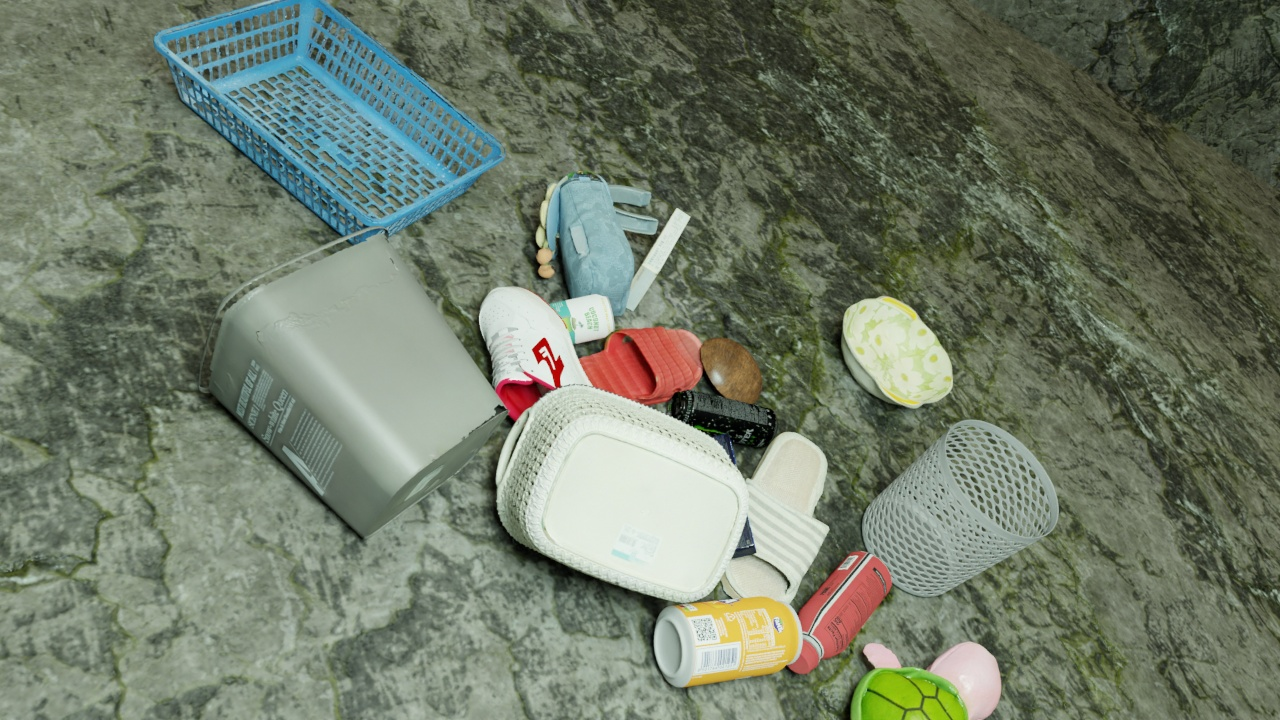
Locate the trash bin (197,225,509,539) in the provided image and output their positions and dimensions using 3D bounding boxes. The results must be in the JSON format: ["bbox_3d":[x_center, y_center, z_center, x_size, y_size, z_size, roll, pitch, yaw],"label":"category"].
[{"bbox_3d":[-0.268,0.029,0.890,0.220,0.198,0.196,48,46,5],"label":"trash bin"}]

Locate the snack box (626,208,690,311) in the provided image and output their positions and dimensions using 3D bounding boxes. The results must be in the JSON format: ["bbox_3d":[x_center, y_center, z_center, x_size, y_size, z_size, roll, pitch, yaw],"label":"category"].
[{"bbox_3d":[0.020,-0.140,1.264,0.026,0.082,0.149,31,44,-4],"label":"snack box"}]

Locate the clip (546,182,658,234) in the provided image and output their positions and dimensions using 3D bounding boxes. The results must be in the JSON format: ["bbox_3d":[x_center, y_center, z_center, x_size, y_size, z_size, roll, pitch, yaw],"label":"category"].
[{"bbox_3d":[-0.041,-0.235,1.337,0.173,0.031,0.164,21,27,9],"label":"clip"}]

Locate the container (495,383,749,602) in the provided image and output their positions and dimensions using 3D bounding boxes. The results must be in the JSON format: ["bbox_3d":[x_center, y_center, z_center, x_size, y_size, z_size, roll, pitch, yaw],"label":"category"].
[{"bbox_3d":[-0.013,0.138,0.915,0.251,0.143,0.184,24,90,-13],"label":"container"}]

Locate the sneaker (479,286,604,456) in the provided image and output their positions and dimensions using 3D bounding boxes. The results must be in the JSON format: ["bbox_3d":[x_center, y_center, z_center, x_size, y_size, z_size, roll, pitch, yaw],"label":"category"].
[{"bbox_3d":[-0.130,0.011,1.028,0.104,0.090,0.236,2,54,-57],"label":"sneaker"}]

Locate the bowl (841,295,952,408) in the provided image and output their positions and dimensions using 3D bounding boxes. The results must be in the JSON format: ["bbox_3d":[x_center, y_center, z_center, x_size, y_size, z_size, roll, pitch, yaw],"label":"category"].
[{"bbox_3d":[0.368,-0.001,1.363,0.188,0.060,0.218,25,46,-10],"label":"bowl"}]

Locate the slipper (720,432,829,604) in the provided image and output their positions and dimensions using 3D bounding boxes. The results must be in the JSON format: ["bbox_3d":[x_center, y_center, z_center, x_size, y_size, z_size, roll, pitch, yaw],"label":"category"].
[{"bbox_3d":[0.169,0.183,1.101,0.114,0.054,0.271,28,44,0],"label":"slipper"}]

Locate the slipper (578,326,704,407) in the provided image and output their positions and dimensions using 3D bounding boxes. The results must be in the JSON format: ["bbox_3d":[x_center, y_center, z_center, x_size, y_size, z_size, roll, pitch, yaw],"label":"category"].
[{"bbox_3d":[-0.007,0.007,1.142,0.248,0.059,0.103,-19,64,-38],"label":"slipper"}]

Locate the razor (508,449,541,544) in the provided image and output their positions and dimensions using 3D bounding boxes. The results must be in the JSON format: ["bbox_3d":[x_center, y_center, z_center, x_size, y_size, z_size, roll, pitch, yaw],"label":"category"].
[{"bbox_3d":[-0.125,0.147,0.982,0.042,0.026,0.105,18,51,-19],"label":"razor"}]

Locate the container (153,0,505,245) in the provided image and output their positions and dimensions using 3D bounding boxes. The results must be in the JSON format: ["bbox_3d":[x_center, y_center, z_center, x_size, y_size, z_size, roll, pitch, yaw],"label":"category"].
[{"bbox_3d":[-0.386,-0.299,1.159,0.362,0.089,0.256,40,44,5],"label":"container"}]

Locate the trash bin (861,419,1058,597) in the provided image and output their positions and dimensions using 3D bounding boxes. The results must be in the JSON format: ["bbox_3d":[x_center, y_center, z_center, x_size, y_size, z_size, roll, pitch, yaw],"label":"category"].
[{"bbox_3d":[0.380,0.187,1.120,0.156,0.184,0.156,16,47,-18],"label":"trash bin"}]

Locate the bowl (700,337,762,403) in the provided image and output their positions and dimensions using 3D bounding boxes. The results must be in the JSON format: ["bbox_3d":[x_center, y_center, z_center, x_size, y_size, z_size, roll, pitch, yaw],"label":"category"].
[{"bbox_3d":[0.129,0.008,1.218,0.114,0.026,0.102,2,59,-48],"label":"bowl"}]

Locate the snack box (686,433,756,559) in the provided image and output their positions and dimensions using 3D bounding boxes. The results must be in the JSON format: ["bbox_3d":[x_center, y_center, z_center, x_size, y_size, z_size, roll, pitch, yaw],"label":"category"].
[{"bbox_3d":[0.077,0.159,1.055,0.082,0.027,0.150,-14,53,6],"label":"snack box"}]

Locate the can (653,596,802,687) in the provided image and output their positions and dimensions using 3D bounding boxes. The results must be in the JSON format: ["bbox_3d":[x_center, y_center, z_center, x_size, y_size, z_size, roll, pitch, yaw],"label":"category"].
[{"bbox_3d":[0.089,0.287,0.944,0.142,0.079,0.079,2,53,-28],"label":"can"}]

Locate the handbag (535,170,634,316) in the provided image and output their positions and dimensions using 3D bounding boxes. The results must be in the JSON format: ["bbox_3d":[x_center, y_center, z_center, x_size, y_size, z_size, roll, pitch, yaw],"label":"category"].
[{"bbox_3d":[-0.079,-0.147,1.197,0.118,0.122,0.191,-7,58,-14],"label":"handbag"}]

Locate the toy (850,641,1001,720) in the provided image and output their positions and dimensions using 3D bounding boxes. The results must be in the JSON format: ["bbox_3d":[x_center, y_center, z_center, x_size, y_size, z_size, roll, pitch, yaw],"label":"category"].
[{"bbox_3d":[0.300,0.386,0.978,0.237,0.088,0.190,-18,63,-32],"label":"toy"}]

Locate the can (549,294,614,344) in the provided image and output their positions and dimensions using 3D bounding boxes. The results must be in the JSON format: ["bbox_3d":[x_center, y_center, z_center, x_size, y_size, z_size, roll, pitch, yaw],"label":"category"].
[{"bbox_3d":[-0.086,-0.047,1.120,0.101,0.055,0.054,-13,57,-7],"label":"can"}]

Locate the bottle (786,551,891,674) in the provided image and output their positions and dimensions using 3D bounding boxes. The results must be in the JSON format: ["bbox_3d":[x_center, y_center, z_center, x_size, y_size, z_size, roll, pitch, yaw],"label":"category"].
[{"bbox_3d":[0.218,0.286,1.032,0.062,0.062,0.176,46,46,12],"label":"bottle"}]

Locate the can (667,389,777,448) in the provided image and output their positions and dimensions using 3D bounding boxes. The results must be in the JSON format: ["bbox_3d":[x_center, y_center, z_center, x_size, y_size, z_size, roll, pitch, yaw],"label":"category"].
[{"bbox_3d":[0.105,0.073,1.152,0.137,0.054,0.053,14,48,-20],"label":"can"}]
